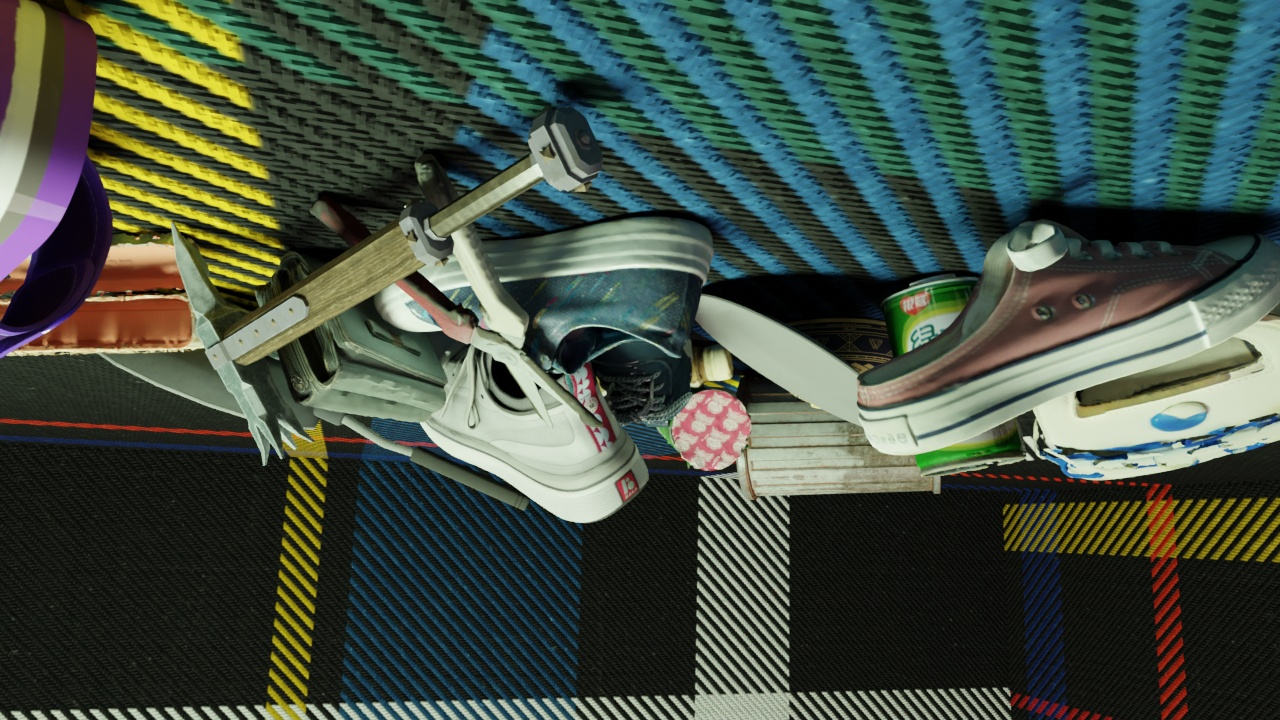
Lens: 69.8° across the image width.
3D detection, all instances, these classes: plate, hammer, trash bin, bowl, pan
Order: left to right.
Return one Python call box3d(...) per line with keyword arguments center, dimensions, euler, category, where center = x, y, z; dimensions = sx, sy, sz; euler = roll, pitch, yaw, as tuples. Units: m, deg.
box3d(center=(-0.250, 0.036, 0.727), dimensions=(0.357, 0.041, 0.178), euler=(25, 178, -4), category="pan")
box3d(center=(-0.136, -0.047, 0.445), dimensions=(0.318, 0.147, 0.028), euler=(-20, -170, 40), category="hammer")
box3d(center=(0.111, -0.001, 0.656), dimensions=(0.178, 0.012, 0.178), euler=(32, 173, 4), category="plate")
box3d(center=(0.195, 0.077, 0.948), dimensions=(0.211, 0.130, 0.130), euler=(-3, 169, 17), category="trash bin")
box3d(center=(0.160, 0.008, 0.755), dimensions=(0.112, 0.061, 0.112), euler=(2, 170, 0), category="bowl")

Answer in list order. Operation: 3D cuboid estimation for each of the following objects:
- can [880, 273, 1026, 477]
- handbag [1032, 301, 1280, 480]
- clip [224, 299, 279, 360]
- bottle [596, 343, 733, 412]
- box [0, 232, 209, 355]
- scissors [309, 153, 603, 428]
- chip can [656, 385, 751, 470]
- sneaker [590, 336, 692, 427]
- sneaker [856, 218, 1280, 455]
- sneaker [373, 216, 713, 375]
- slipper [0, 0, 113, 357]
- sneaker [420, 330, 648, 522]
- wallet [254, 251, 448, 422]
box3d(center=(0.201, 0.010, 0.593), dimensions=(0.067, 0.121, 0.067), euler=(-8, 167, -2), category="can")
box3d(center=(0.361, 0.016, 0.621), dimensions=(0.201, 0.092, 0.199), euler=(-26, 145, 35), category="handbag")
box3d(center=(-0.261, -0.009, 0.687), dimensions=(0.172, 0.029, 0.141), euler=(21, 178, 30), category="clip")
box3d(center=(0.000, 0.013, 0.831), dimensions=(0.166, 0.059, 0.059), euler=(-10, 167, 13), category="bottle")
box3d(center=(-0.352, -0.041, 0.571), dimensions=(0.187, 0.083, 0.043), euler=(-2, -176, 11), category="box")
box3d(center=(-0.093, -0.033, 0.486), dimensions=(0.193, 0.015, 0.180), euler=(27, 146, 3), category="scissors")
box3d(center=(0.055, 0.060, 0.918), dimensions=(0.075, 0.075, 0.223), euler=(2, -179, -4), category="chip can")
box3d(center=(-0.004, 0.004, 0.689), dimensions=(0.089, 0.087, 0.235), euler=(-1, 168, 11), category="sneaker")
box3d(center=(0.215, -0.031, 0.474), dimensions=(0.241, 0.088, 0.118), euler=(-21, -175, -9), category="sneaker")
box3d(center=(-0.064, -0.028, 0.553), dimensions=(0.236, 0.079, 0.087), euler=(-5, 168, 30), category="sneaker")
box3d(center=(-0.263, -0.056, 0.386), dimensions=(0.267, 0.107, 0.084), euler=(-13, 163, 40), category="slipper")
box3d(center=(-0.105, 0.011, 0.677), dimensions=(0.096, 0.129, 0.263), euler=(-34, -138, -28), category="sneaker")
box3d(center=(-0.187, -0.012, 0.615), dimensions=(0.054, 0.100, 0.131), euler=(-28, 163, 11), category="wallet")
